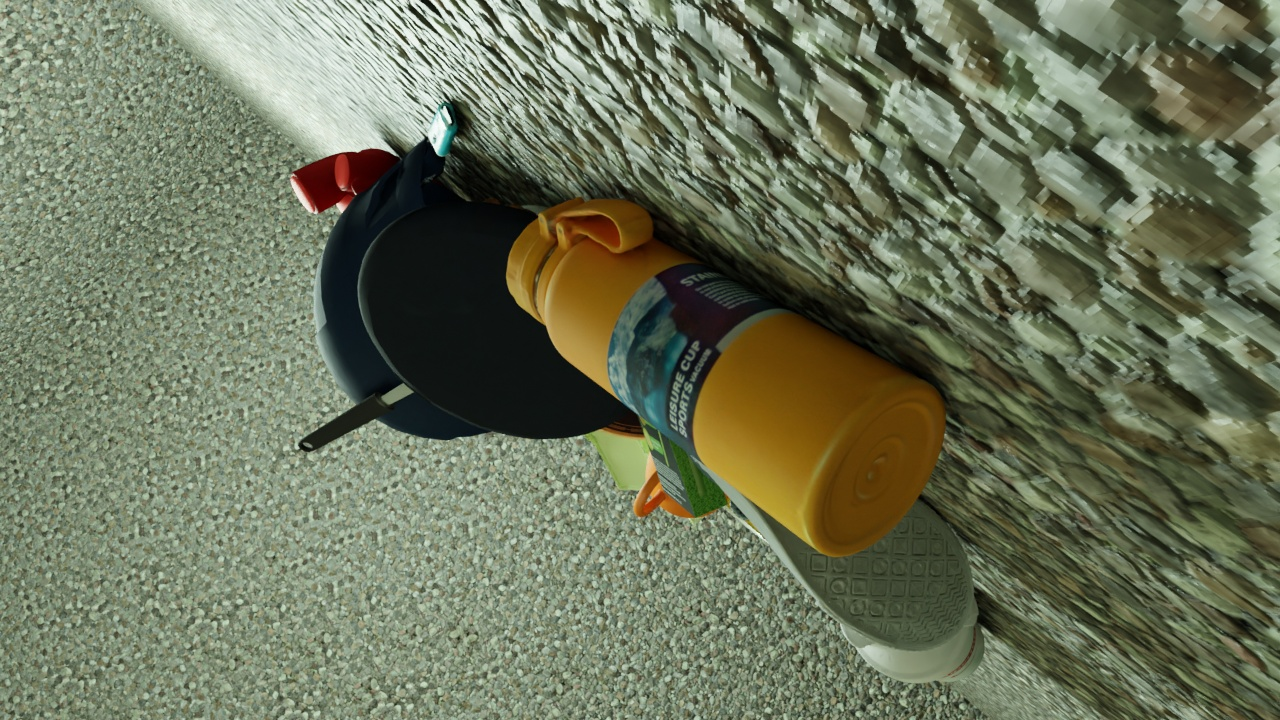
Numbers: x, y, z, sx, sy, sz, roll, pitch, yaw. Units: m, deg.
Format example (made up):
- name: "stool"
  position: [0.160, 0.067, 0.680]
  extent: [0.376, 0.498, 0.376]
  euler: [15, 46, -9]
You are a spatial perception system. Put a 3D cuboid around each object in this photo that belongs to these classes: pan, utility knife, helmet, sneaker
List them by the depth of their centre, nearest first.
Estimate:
- name: "sneaker"
  position: [0.103, 0.086, 0.571]
  extent: [0.235, 0.089, 0.087]
  euler: [46, 171, -5]
- name: "utility knife"
  position: [-0.124, -0.149, 0.580]
  extent: [0.022, 0.015, 0.124]
  euler: [67, 168, -9]
- name: "pan"
  position: [-0.148, 0.012, 0.643]
  extent: [0.358, 0.021, 0.199]
  euler: [-25, 122, 36]
- name: "helmet"
  position: [-0.160, -0.051, 0.792]
  extent: [0.232, 0.224, 0.271]
  euler: [41, -149, -15]

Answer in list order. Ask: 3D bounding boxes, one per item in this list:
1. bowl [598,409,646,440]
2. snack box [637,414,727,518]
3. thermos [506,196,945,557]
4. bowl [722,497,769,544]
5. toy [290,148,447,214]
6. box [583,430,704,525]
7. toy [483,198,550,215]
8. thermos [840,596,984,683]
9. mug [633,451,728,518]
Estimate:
- name: "bowl"
  position: [-0.007, 0.019, 0.829]
  extent: [0.112, 0.061, 0.113]
  euler: [9, 150, 5]
- name: "snack box"
  position: [0.016, 0.031, 0.655]
  extent: [0.080, 0.025, 0.147]
  euler: [-159, 49, -74]
- name: "thermos"
  position: [0.023, -0.013, 0.417]
  extent: [0.076, 0.091, 0.233]
  euler: [2, -157, -41]
- name: "bowl"
  position: [0.115, 0.135, 0.976]
  extent: [0.117, 0.067, 0.117]
  euler: [39, 175, 4]
- name: "toy"
  position: [-0.256, -0.152, 0.969]
  extent: [0.197, 0.120, 0.158]
  euler: [26, 165, 36]
- name: "box"
  position: [-0.004, 0.086, 0.978]
  extent: [0.141, 0.047, 0.188]
  euler: [14, 141, 43]
- name: "toy"
  position: [-0.065, -0.064, 0.602]
  extent: [0.087, 0.067, 0.112]
  euler: [15, 173, 40]
- name: "thermos"
  position: [0.246, 0.228, 0.787]
  extent: [0.099, 0.099, 0.220]
  euler: [37, 179, 34]
- name: "mug"
  position: [0.035, 0.089, 0.765]
  extent: [0.077, 0.112, 0.096]
  euler: [40, 153, 18]
